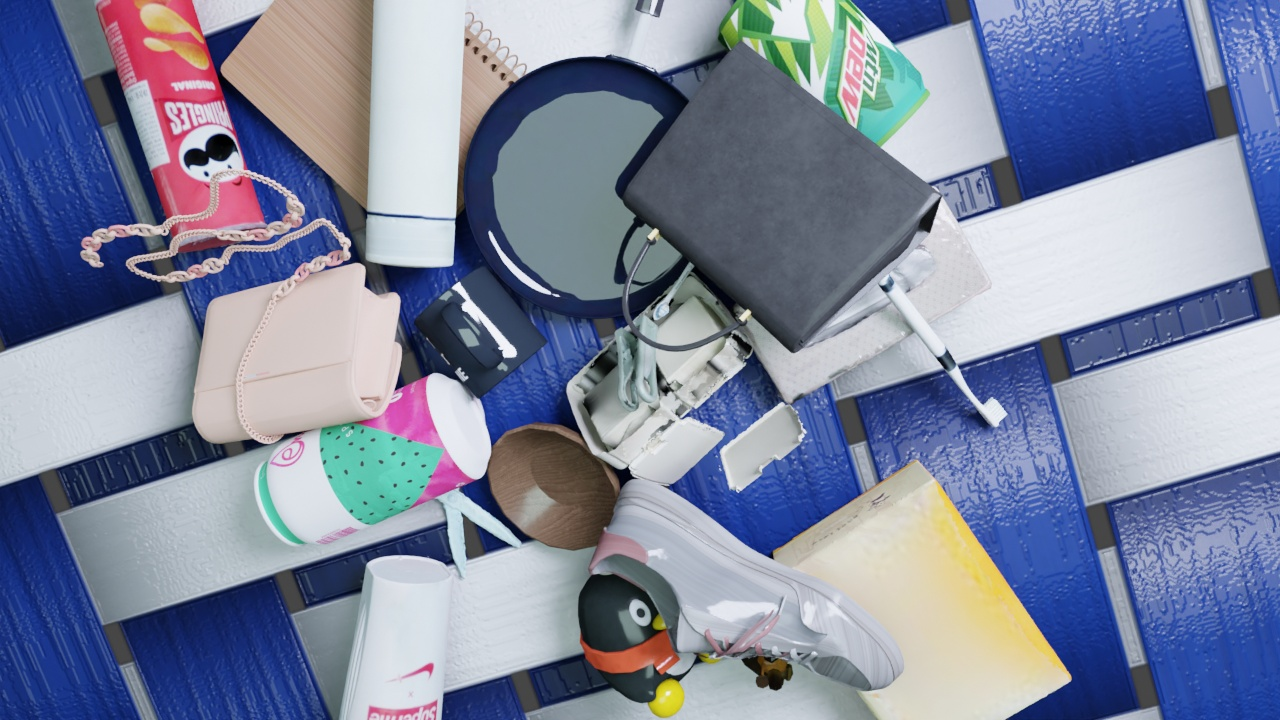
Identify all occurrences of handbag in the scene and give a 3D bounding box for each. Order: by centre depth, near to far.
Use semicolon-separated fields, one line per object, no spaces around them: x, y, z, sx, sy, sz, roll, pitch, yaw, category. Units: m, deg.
0.069;-0.085;0.636;0.176;0.072;0.195;43;89;17;handbag
-0.294;-0.020;0.656;0.199;0.187;0.116;-10;62;21;handbag

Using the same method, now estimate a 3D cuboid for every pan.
-0.012;-0.204;0.694;0.198;0.021;0.357;16;103;-8;pan

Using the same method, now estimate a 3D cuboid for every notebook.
-0.196;-0.216;0.718;0.210;0.022;0.169;43;99;-3;notebook

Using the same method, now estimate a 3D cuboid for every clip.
-0.002;0.003;0.672;0.048;0.076;0.023;-29;132;29;clip

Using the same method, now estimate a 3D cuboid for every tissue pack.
0.164;-0.052;0.702;0.181;0.071;0.104;-30;96;10;tissue pack

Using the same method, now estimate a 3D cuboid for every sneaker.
0.065;0.182;0.652;0.236;0.099;0.089;30;62;14;sneaker

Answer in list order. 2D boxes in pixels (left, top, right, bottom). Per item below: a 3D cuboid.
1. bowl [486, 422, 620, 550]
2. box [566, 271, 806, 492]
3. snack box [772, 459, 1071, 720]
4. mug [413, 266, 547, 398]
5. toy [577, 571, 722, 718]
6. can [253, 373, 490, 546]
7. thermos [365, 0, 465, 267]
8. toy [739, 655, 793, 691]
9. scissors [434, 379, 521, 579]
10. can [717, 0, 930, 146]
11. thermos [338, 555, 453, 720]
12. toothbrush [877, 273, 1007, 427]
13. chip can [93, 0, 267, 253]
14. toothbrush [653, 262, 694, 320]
-0.065;0.096;0.738;0.118;0.030;0.118;10;119;19;bowl
0.047;0.051;0.685;0.144;0.194;0.101;-42;129;13;box
0.218;0.203;0.724;0.145;0.080;0.195;-35;94;8;snack box
-0.124;-0.020;0.700;0.071;0.105;0.077;-39;94;2;mug
-0.004;0.205;0.727;0.097;0.100;0.119;-39;112;-36;toy
-0.205;0.079;0.712;0.166;0.088;0.088;-24;96;7;can
-0.166;-0.184;0.677;0.068;0.068;0.230;5;99;2;thermos
0.103;0.228;0.726;0.063;0.100;0.076;-8;99;10;toy
-0.157;0.092;0.764;0.172;0.014;0.159;36;99;-2;scissors
0.133;-0.218;0.668;0.144;0.083;0.083;44;98;-3;can
-0.206;0.277;0.754;0.099;0.099;0.220;8;95;2;thermos
0.226;-0.011;0.692;0.017;0.012;0.187;-46;116;0;toothbrush
-0.358;-0.205;0.705;0.073;0.073;0.233;-15;96;5;chip can
0.062;-0.108;0.699;0.022;0.024;0.185;37;85;-22;toothbrush
